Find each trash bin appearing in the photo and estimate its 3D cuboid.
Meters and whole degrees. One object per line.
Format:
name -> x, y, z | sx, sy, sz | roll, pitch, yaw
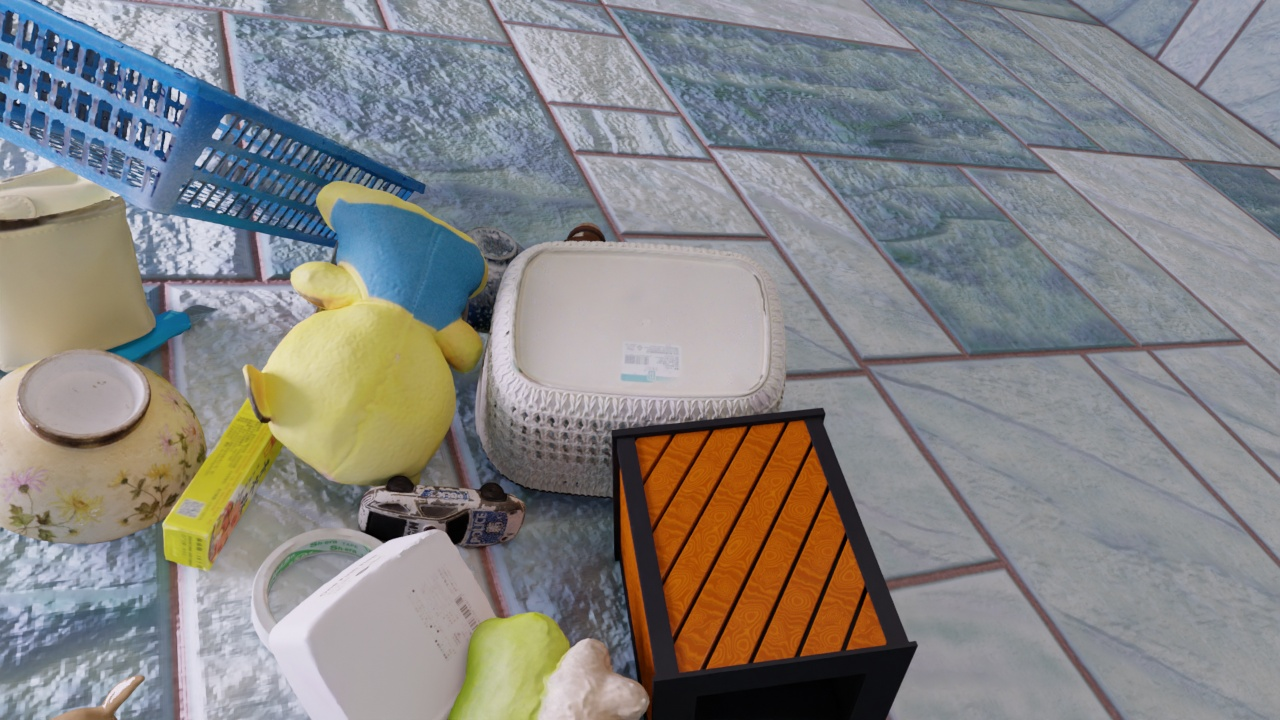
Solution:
trash bin -> 0.063, 0.147, 0.580 | 0.139, 0.140, 0.171 | -6, 44, -6

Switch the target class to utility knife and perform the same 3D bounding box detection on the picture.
utility knife -> -0.383, -0.002, 0.672 | 0.031, 0.015, 0.174 | 33, 42, 9

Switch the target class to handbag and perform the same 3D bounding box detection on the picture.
handbag -> -0.413, -0.067, 0.641 | 0.081, 0.119, 0.110 | 33, 43, 31

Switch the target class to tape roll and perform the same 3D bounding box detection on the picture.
tape roll -> -0.197, 0.150, 0.583 | 0.094, 0.018, 0.093 | 12, 41, -11

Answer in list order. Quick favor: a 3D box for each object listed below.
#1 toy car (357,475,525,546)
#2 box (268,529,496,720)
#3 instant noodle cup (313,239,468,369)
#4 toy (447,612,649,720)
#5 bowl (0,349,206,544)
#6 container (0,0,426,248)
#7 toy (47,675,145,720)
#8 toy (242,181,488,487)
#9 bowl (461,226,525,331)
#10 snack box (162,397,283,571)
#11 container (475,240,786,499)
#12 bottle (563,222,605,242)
toy car -> -0.135, 0.110, 0.631 | 0.112, 0.049, 0.040 | 6, 40, -18
box -> -0.154, 0.169, 0.543 | 0.107, 0.095, 0.102 | -37, 105, -43
instant noodle cup -> -0.201, -0.035, 0.736 | 0.112, 0.101, 0.100 | 16, 39, -18
toy -> -0.049, 0.185, 0.494 | 0.118, 0.043, 0.092 | 1, 60, 25
bowl -> -0.356, 0.040, 0.588 | 0.145, 0.063, 0.145 | 15, 44, -16
container -> -0.347, -0.173, 0.704 | 0.257, 0.089, 0.362 | 25, 4, 5
toy -> -0.262, 0.218, 0.424 | 0.106, 0.134, 0.108 | -36, 57, 2
toy -> -0.183, -0.016, 0.643 | 0.149, 0.084, 0.213 | 26, 64, -24
bowl -> -0.143, -0.086, 0.841 | 0.114, 0.061, 0.114 | 12, 40, -10
snack box -> -0.272, 0.071, 0.621 | 0.029, 0.040, 0.147 | 18, 39, -6
container -> -0.004, 0.004, 0.698 | 0.251, 0.143, 0.184 | 3, 64, -3
bottle -> -0.056, -0.077, 0.863 | 0.068, 0.068, 0.156 | 14, 40, -10
